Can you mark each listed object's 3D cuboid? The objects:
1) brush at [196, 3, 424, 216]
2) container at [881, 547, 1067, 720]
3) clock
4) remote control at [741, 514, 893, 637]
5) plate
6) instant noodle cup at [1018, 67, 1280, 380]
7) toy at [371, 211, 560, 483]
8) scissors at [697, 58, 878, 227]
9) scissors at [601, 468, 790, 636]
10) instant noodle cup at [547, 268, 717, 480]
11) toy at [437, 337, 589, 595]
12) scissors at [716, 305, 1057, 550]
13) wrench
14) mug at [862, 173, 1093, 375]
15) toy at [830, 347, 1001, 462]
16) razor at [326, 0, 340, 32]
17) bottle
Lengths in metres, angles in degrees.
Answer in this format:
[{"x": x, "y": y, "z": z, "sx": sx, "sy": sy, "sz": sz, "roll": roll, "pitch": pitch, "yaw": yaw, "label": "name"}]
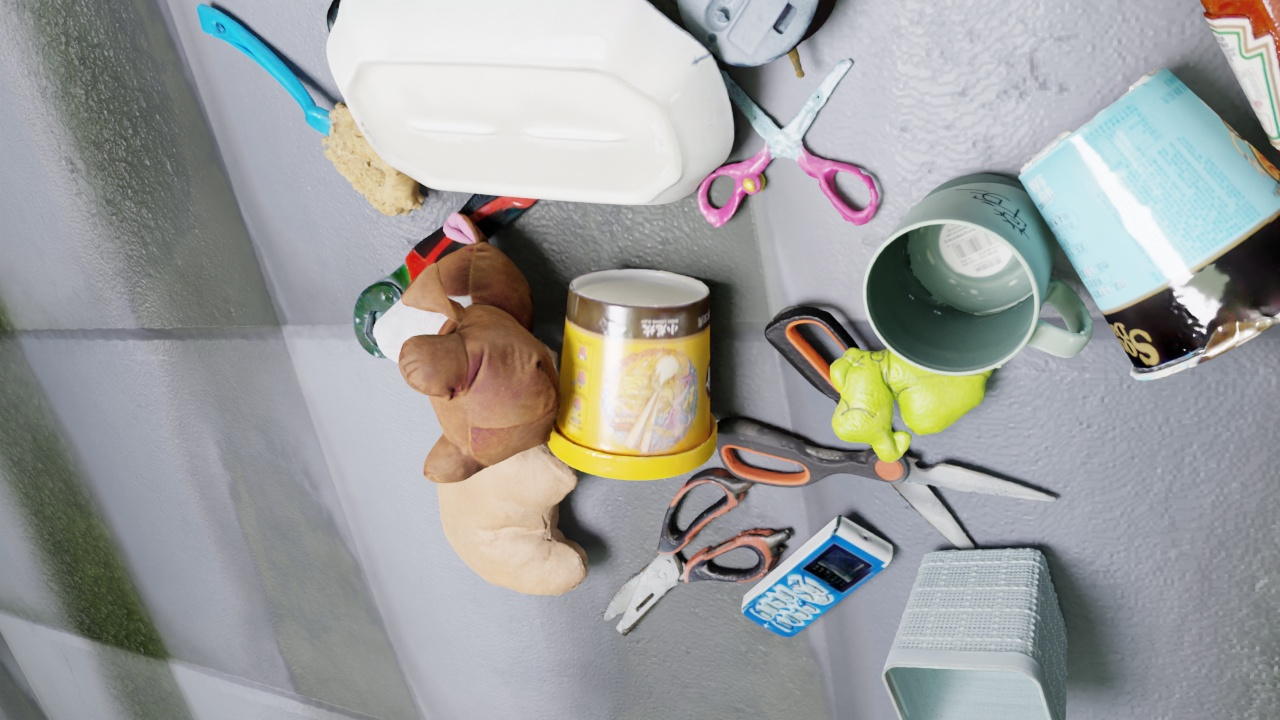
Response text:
[{"x": -0.256, "y": -0.201, "z": 0.708, "sx": 0.254, "sy": 0.045, "sz": 0.083, "roll": 40, "pitch": 148, "yaw": 15, "label": "brush"}, {"x": 0.216, "y": 0.182, "z": 0.577, "sx": 0.090, "sy": 0.111, "sz": 0.090, "roll": -10, "pitch": 117, "yaw": 33, "label": "container"}, {"x": 0.057, "y": -0.216, "z": 0.505, "sx": 0.122, "sy": 0.055, "sz": 0.082, "roll": 42, "pitch": 128, "yaw": 7, "label": "clock"}, {"x": 0.126, "y": 0.160, "z": 0.673, "sx": 0.049, "sy": 0.024, "sz": 0.125, "roll": 31, "pitch": 129, "yaw": -10, "label": "remote control"}, {"x": -0.076, "y": -0.149, "z": 0.562, "sx": 0.266, "sy": 0.034, "sz": 0.162, "roll": 9, "pitch": 150, "yaw": 18, "label": "plate"}, {"x": 0.251, "y": -0.070, "z": 0.440, "sx": 0.111, "sy": 0.111, "sz": 0.120, "roll": -40, "pitch": 83, "yaw": 38, "label": "instant noodle cup"}, {"x": -0.121, "y": -0.011, "z": 0.632, "sx": 0.130, "sy": 0.199, "sz": 0.140, "roll": -2, "pitch": 129, "yaw": -4, "label": "toy"}, {"x": 0.088, "y": -0.125, "z": 0.560, "sx": 0.134, "sy": 0.017, "sz": 0.134, "roll": 45, "pitch": 125, "yaw": 8, "label": "scissors"}, {"x": 0.038, "y": 0.172, "z": 0.742, "sx": 0.199, "sy": 0.015, "sz": 0.205, "roll": 8, "pitch": 118, "yaw": 27, "label": "scissors"}, {"x": -0.004, "y": 0.004, "z": 0.622, "sx": 0.119, "sy": 0.118, "sz": 0.114, "roll": 12, "pitch": 112, "yaw": 25, "label": "instant noodle cup"}, {"x": -0.109, "y": 0.090, "z": 0.751, "sx": 0.143, "sy": 0.082, "sz": 0.226, "roll": 7, "pitch": 115, "yaw": 22, "label": "toy"}, {"x": 0.147, "y": 0.058, "z": 0.619, "sx": 0.228, "sy": 0.021, "sz": 0.221, "roll": -16, "pitch": 110, "yaw": 36, "label": "scissors"}, {"x": -0.159, "y": -0.080, "z": 0.727, "sx": 0.274, "sy": 0.016, "sz": 0.056, "roll": -35, "pitch": 97, "yaw": 38, "label": "wrench"}, {"x": 0.185, "y": -0.043, "z": 0.485, "sx": 0.112, "sy": 0.106, "sz": 0.082, "roll": 31, "pitch": 125, "yaw": 14, "label": "mug"}, {"x": 0.165, "y": 0.013, "z": 0.554, "sx": 0.100, "sy": 0.031, "sz": 0.096, "roll": -2, "pitch": 94, "yaw": 3, "label": "toy"}, {"x": -0.146, "y": -0.241, "z": 0.615, "sx": 0.168, "sy": 0.062, "sz": 0.067, "roll": -21, "pitch": 129, "yaw": 31, "label": "razor"}, {"x": 0.269, "y": -0.181, "z": 0.397, "sx": 0.060, "sy": 0.059, "sz": 0.206, "roll": -27, "pitch": 98, "yaw": 37, "label": "bottle"}]
